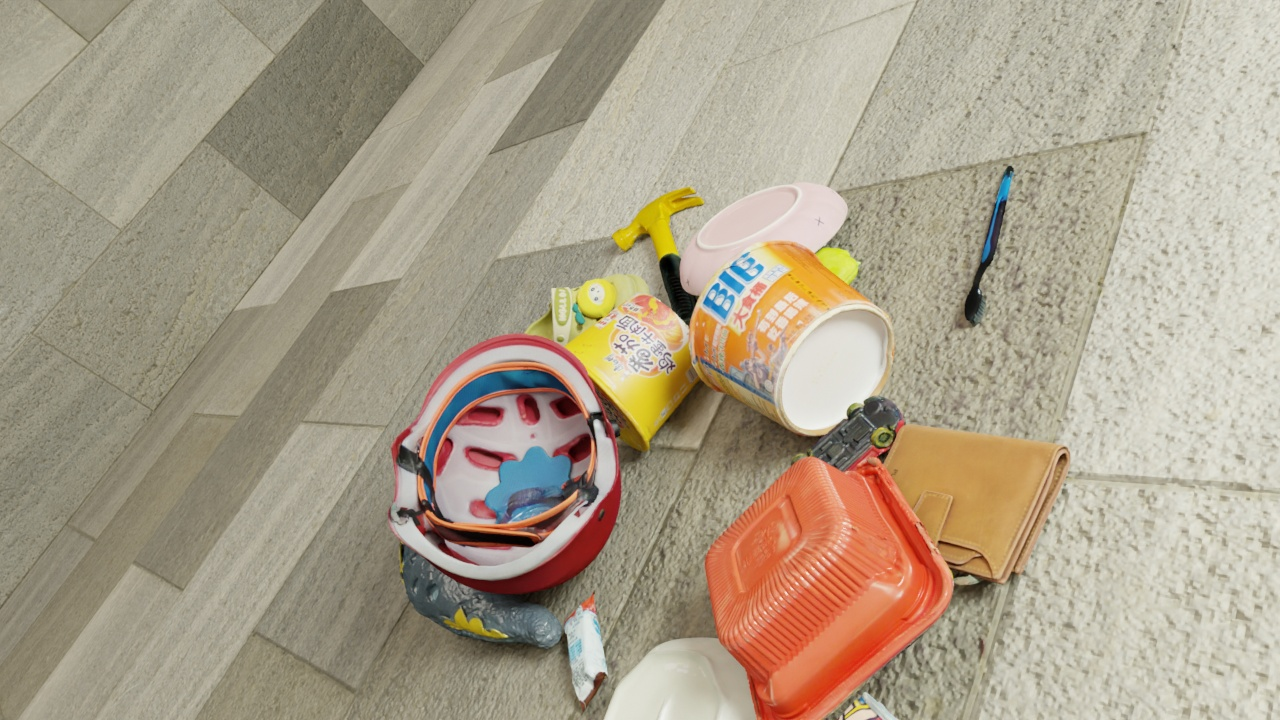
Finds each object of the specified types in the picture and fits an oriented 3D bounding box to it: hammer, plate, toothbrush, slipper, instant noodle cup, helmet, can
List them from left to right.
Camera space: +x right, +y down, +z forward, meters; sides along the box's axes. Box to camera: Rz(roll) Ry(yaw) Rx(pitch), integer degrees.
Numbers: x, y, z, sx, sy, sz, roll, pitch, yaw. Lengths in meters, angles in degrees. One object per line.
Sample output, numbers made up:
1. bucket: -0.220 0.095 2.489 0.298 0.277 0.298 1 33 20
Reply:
1. helmet: -0.111 0.108 0.847 0.207 0.144 0.239 -8 52 9
2. slipper: -0.079 -0.045 1.084 0.191 0.081 0.091 -25 58 27
3. instant noodle cup: -0.005 0.005 0.925 0.109 0.138 0.138 -44 30 -14
4. plate: 0.005 0.315 0.647 0.162 0.034 0.265 -10 46 44
5. hammer: 0.037 -0.118 1.103 0.129 0.033 0.300 -37 32 17
6. plate: 0.122 -0.138 0.972 0.193 0.039 0.192 -26 25 12
7. instant noodle cup: 0.132 -0.014 0.773 0.151 0.151 0.111 -47 40 -1
8. instant noodle cup: 0.112 0.144 0.627 0.165 0.079 0.188 -48 14 13
9. can: 0.127 0.254 0.541 0.094 0.066 0.066 -48 31 -2
10. toothbrush: 0.304 -0.103 0.792 0.014 0.016 0.189 -20 36 50

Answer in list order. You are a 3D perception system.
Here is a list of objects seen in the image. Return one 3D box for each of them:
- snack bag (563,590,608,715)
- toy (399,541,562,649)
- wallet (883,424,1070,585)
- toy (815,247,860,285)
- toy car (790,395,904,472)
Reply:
1. snack bag: -0.046 0.248 0.789 0.048 0.026 0.104 -59 27 23
2. toy: -0.181 0.197 0.950 0.138 0.091 0.356 -34 34 -2
3. wallet: 0.218 0.103 0.644 0.131 0.035 0.118 6 55 56
4. toy: 0.170 -0.082 0.906 0.100 0.031 0.096 -29 37 31
5. toy car: 0.166 0.073 0.733 0.106 0.031 0.049 -46 32 7
